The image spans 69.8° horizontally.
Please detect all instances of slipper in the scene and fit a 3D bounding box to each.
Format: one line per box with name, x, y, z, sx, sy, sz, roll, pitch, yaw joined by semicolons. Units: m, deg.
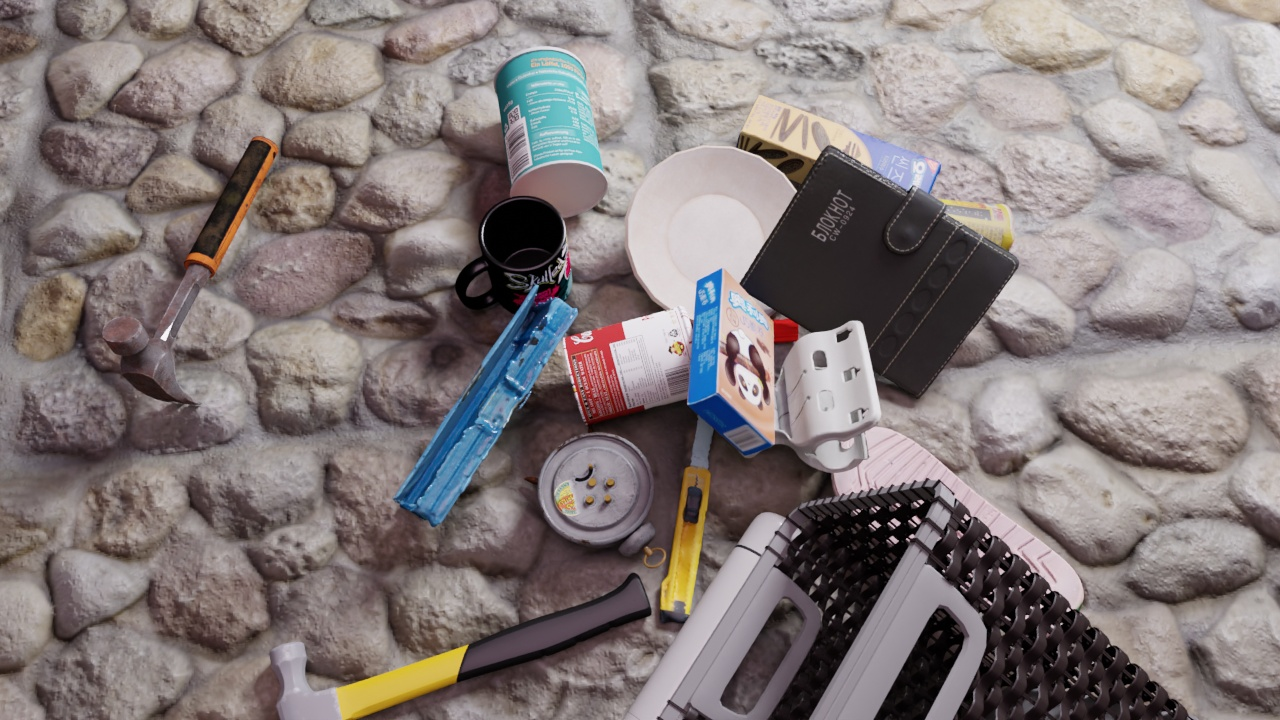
slipper;0.268;0.155;0.812;0.239;0.064;0.094;38;75;28

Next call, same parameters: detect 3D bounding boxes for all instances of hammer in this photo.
hammer;-0.146;0.258;0.788;0.323;0.029;0.127;-17;69;-8
hammer;-0.423;-0.099;0.909;0.035;0.138;0.313;6;54;2

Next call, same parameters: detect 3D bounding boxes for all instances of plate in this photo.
plate;0.076;-0.122;0.920;0.188;0.027;0.188;1;80;-6

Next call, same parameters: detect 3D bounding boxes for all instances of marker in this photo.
marker;0.083;-0.025;0.909;0.145;0.021;0.023;-4;84;-2

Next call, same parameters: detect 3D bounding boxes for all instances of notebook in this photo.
notebook;0.221;-0.082;0.860;0.209;0.029;0.170;30;113;-3

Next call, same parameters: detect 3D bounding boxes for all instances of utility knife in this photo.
utility knife;0.047;0.134;0.848;0.030;0.019;0.216;13;65;-5

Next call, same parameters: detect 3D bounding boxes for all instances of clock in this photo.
clock;-0.030;0.129;0.826;0.103;0.056;0.148;-39;71;-15

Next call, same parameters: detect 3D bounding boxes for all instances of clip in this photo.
clip;0.157;0.049;0.839;0.099;0.153;0.126;35;37;-27

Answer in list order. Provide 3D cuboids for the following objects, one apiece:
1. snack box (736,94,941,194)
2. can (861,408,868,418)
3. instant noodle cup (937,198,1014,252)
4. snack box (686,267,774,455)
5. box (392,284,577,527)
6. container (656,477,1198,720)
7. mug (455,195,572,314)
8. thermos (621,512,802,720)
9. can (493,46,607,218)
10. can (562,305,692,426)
snack box;0.206;-0.211;0.967;0.207;0.057;0.056;23;70;9
can;0.182;0.061;0.867;0.080;0.032;0.031;-42;74;-16
instant noodle cup;0.287;-0.117;0.898;0.112;0.100;0.100;13;68;-2
snack box;0.083;0.000;0.819;0.034;0.087;0.151;-24;41;31
box;-0.147;0.037;0.836;0.054;0.093;0.231;37;74;-19
container;0.189;0.264;0.648;0.243;0.246;0.246;38;71;-3
mug;-0.126;-0.091;0.894;0.118;0.098;0.082;-31;71;-12
thermos;0.066;0.230;0.785;0.052;0.052;0.223;33;71;13
can;-0.095;-0.235;0.954;0.099;0.099;0.143;-9;68;-4
can;-0.005;0.005;0.855;0.116;0.087;0.086;-15;68;0
